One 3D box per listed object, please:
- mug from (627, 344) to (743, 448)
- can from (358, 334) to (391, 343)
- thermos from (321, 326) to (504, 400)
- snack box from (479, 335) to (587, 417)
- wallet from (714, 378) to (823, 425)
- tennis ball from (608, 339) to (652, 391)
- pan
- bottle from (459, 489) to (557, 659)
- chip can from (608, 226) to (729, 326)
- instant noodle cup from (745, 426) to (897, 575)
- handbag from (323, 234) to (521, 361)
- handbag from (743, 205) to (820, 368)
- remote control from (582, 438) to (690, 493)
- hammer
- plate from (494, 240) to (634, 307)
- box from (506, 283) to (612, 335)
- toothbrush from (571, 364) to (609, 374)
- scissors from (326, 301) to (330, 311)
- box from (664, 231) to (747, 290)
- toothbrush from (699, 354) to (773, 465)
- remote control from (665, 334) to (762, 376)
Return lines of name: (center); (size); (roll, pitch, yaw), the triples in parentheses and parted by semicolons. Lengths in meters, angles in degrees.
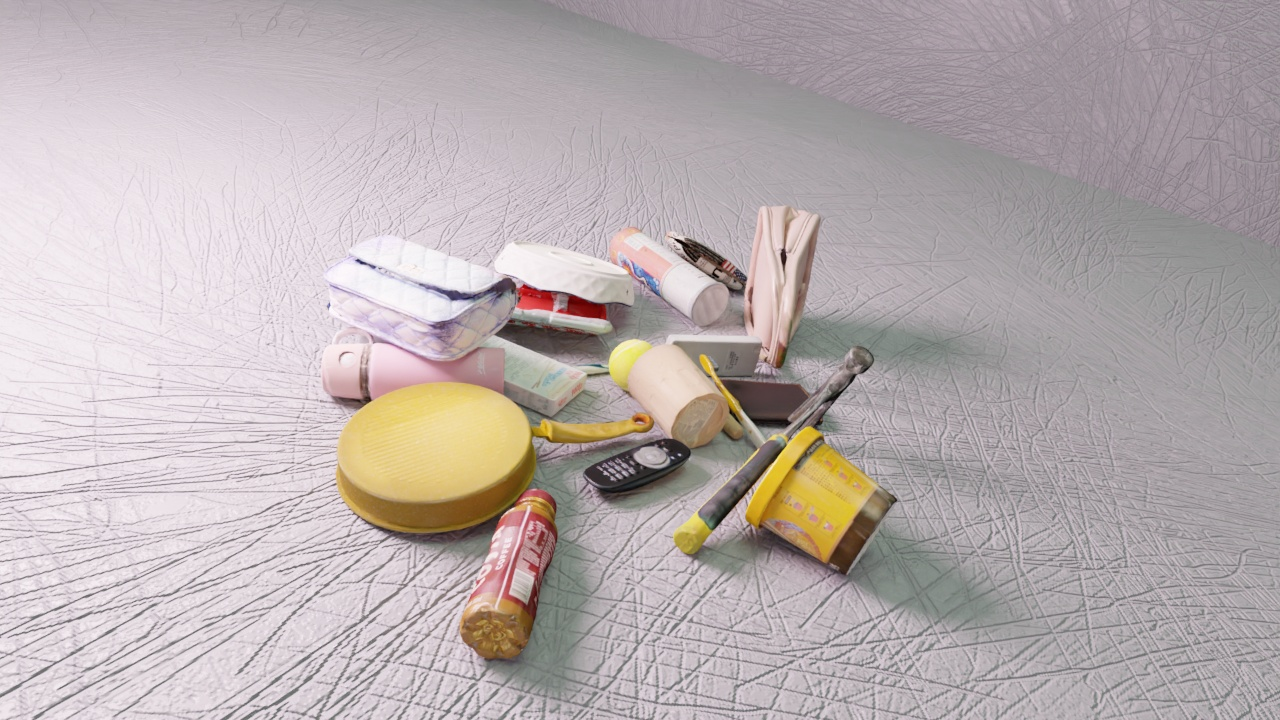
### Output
mug: (0.058, 0.048, 1.098); (0.124, 0.084, 0.103); (23, 18, -42)
can: (-0.284, -0.041, 1.130); (0.058, 0.058, 0.146); (18, 29, 10)
thermos: (-0.252, 0.006, 1.034); (0.198, 0.067, 0.087); (3, 60, -5)
snack box: (-0.153, 0.014, 1.116); (0.157, 0.027, 0.084); (22, 30, 17)
wallet: (0.163, 0.052, 1.179); (0.122, 0.020, 0.096); (4, 26, -13)
tennis ball: (-0.007, 0.007, 1.145); (0.065, 0.066, 0.065); (9, 29, -5)
pan: (-0.137, 0.086, 0.964); (0.356, 0.078, 0.197); (-16, 39, -27)
bottle: (-0.109, 0.180, 0.809); (0.057, 0.058, 0.174); (13, 29, 0)
chip can: (0.039, -0.133, 1.402); (0.071, 0.071, 0.215); (-12, 37, -36)
instant noodle cup: (0.186, 0.146, 0.930); (0.114, 0.119, 0.118); (33, 35, 20)
handbag: (-0.251, -0.078, 1.042); (0.194, 0.076, 0.133); (20, 36, 22)
handbag: (0.194, -0.087, 1.280); (0.093, 0.194, 0.233); (8, 37, 5)
remote control: (-0.003, 0.117, 0.993); (0.136, 0.024, 0.053); (-17, 34, -38)
hammer: (0.141, 0.101, 0.996); (0.032, 0.126, 0.322); (43, 52, 11)
plate: (-0.103, -0.126, 1.301); (0.205, 0.045, 0.204); (15, 10, -3)
box: (-0.142, -0.066, 1.232); (0.201, 0.058, 0.161); (8, 14, -9)
toothbrush: (-0.023, 0.005, 1.191); (0.191, 0.018, 0.016); (-5, 33, -28)
scissors: (-0.333, -0.074, 1.150); (0.132, 0.012, 0.172); (-21, 22, -16)
box: (0.103, -0.154, 1.447); (0.164, 0.052, 0.068); (28, 19, -29)
toothbrush: (0.121, 0.058, 1.122); (0.018, 0.016, 0.191); (-4, 44, -31)
remote control: (0.094, -0.007, 1.217); (0.135, 0.056, 0.019); (0, 31, -20)
